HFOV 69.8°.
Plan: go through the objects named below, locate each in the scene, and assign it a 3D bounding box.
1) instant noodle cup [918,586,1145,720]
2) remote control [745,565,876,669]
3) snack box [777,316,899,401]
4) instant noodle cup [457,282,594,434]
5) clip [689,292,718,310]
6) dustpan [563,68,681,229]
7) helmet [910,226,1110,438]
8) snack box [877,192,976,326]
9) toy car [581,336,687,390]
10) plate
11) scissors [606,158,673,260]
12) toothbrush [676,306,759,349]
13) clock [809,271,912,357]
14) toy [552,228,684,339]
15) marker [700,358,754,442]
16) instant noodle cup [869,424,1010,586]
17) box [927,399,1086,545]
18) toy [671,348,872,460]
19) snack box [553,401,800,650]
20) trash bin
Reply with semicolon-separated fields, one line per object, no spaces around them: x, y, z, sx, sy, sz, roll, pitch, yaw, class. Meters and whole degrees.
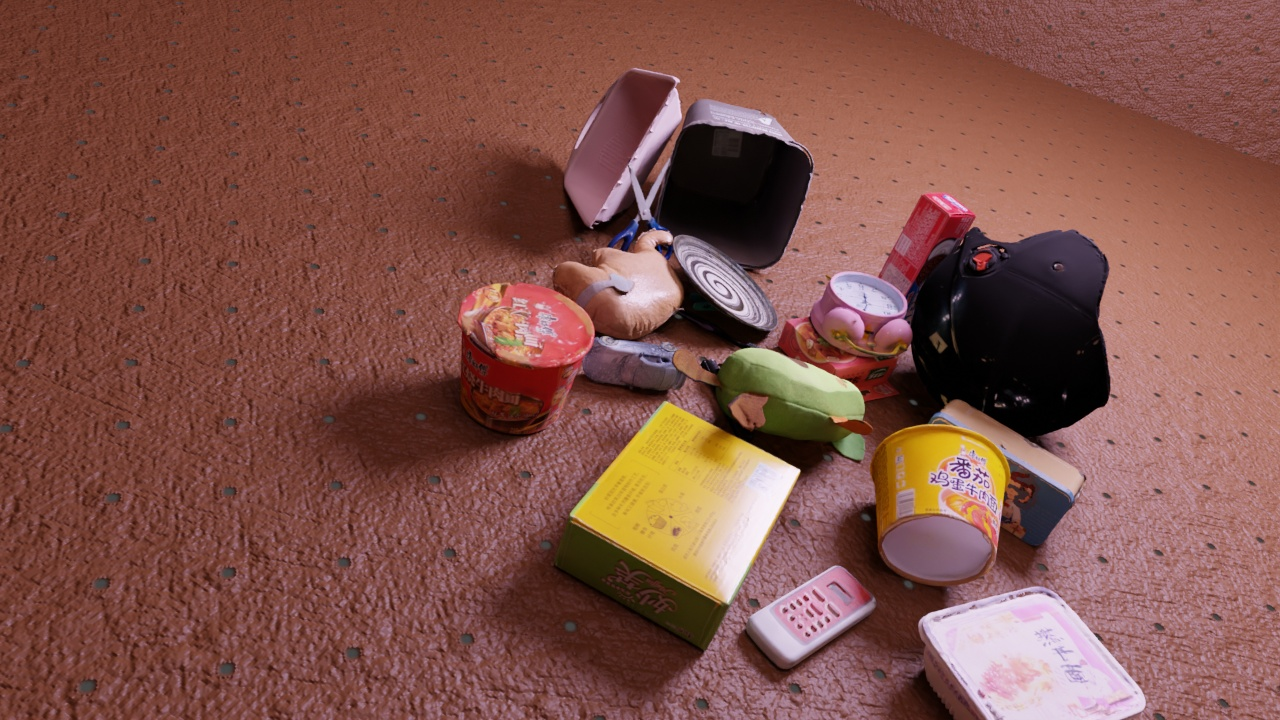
0.333;0.281;0.810;0.173;0.060;0.138;-3;41;-28;instant noodle cup
0.157;0.231;0.836;0.135;0.020;0.056;-17;49;-38;remote control
0.258;-0.005;1.168;0.113;0.044;0.127;-9;44;-32;snack box
-0.124;0.001;0.947;0.138;0.109;0.137;11;37;-8;instant noodle cup
0.093;-0.077;1.221;0.055;0.013;0.038;4;38;-18;clip
-0.048;-0.313;1.298;0.139;0.223;0.273;33;10;3;dustpan
0.443;-0.031;1.120;0.230;0.233;0.274;-34;51;0;helmet
0.364;-0.122;1.228;0.057;0.208;0.058;-7;44;-33;snack box
-0.006;0.006;1.036;0.120;0.054;0.036;8;35;-12;toy car
0.107;-0.098;1.212;0.179;0.024;0.179;32;28;-19;plate
0.003;-0.185;1.228;0.162;0.176;0.012;-49;50;-9;scissors
0.081;-0.049;1.179;0.189;0.014;0.016;30;30;17;toothbrush
0.278;-0.051;1.146;0.117;0.060;0.158;12;37;-4;clock
-0.008;-0.099;1.153;0.143;0.083;0.225;42;38;10;toy
0.099;0.044;1.057;0.022;0.020;0.132;26;27;-35;marker
0.297;0.149;0.915;0.138;0.138;0.109;19;44;2;instant noodle cup
0.389;0.119;1.023;0.184;0.090;0.059;31;39;22;box
0.156;0.040;0.999;0.246;0.090;0.227;13;12;-40;toy
0.039;0.144;0.859;0.158;0.070;0.209;27;37;13;snack box
0.131;-0.278;1.361;0.199;0.199;0.219;13;30;-5;trash bin
